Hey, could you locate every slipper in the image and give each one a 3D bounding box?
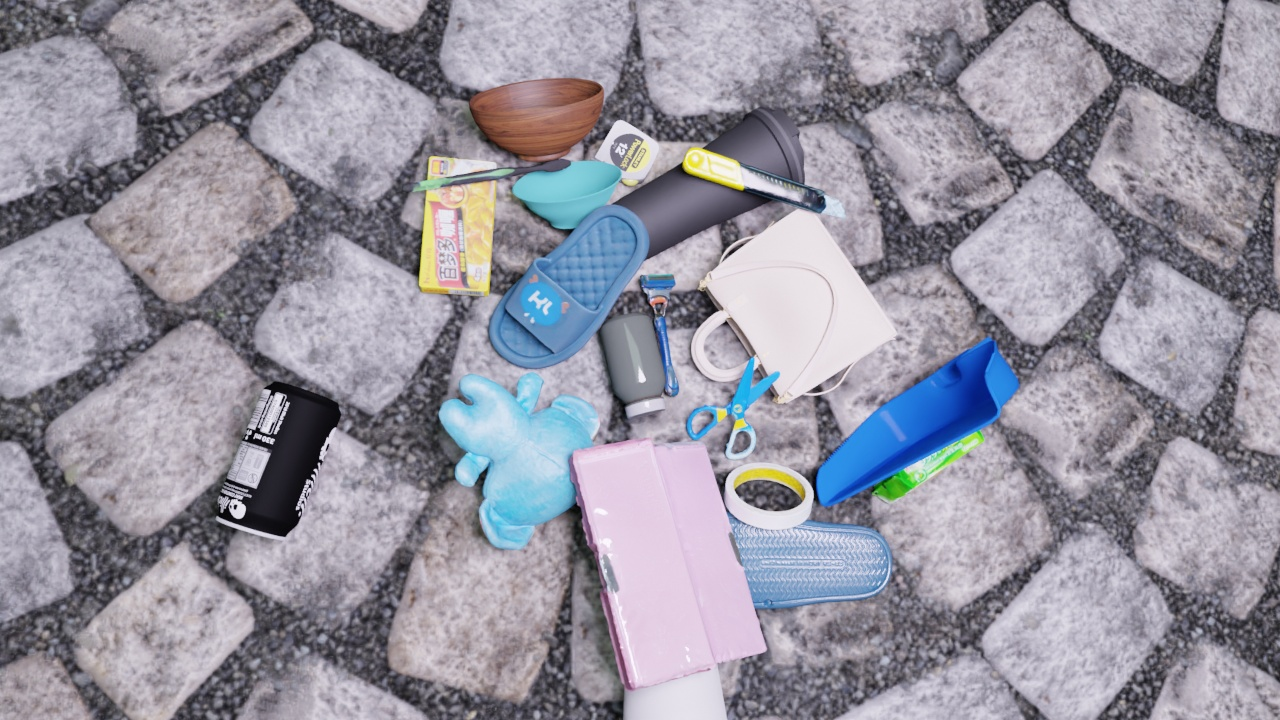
[{"bbox_3d":[0.160,0.216,0.988,0.214,0.059,0.103,3,85,6],"label":"slipper"},{"bbox_3d":[-0.076,-0.074,0.979,0.214,0.059,0.104,-44,85,13],"label":"slipper"}]

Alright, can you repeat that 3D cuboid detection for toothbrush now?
[{"bbox_3d":[-0.169,-0.205,1.015,0.188,0.017,0.014,-12,108,-12],"label":"toothbrush"}]

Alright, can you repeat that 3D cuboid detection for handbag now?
[{"bbox_3d":[0.149,-0.043,1.022,0.198,0.101,0.194,-33,86,0],"label":"handbag"}]

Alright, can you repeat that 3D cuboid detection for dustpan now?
[{"bbox_3d":[0.331,0.042,0.992,0.256,0.246,0.059,-25,78,-42],"label":"dustpan"}]

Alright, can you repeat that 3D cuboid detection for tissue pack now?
[{"bbox_3d":[0.314,0.114,1.008,0.114,0.100,0.034,-32,74,-13],"label":"tissue pack"}]

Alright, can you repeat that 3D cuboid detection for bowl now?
[{"bbox_3d":[-0.077,-0.178,1.019,0.121,0.121,0.046,-15,122,-10],"label":"bowl"},{"bbox_3d":[-0.111,-0.260,1.014,0.147,0.147,0.069,-11,120,-10],"label":"bowl"}]

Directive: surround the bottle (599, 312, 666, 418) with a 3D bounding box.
[{"bbox_3d":[-0.006,0.006,1.001,0.060,0.060,0.108,-12,81,-10],"label":"bottle"}]

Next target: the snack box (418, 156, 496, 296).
[{"bbox_3d":[-0.202,-0.148,1.019,0.075,0.025,0.152,4,79,-8],"label":"snack box"}]

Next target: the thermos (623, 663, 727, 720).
[{"bbox_3d":[0.034,0.349,0.919,0.131,0.132,0.221,-1,72,-8],"label":"thermos"}]

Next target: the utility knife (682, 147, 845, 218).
[{"bbox_3d":[0.134,-0.187,0.979,0.186,0.020,0.029,18,94,-4],"label":"utility knife"}]

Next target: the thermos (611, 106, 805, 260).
[{"bbox_3d":[0.074,-0.192,1.031,0.218,0.106,0.106,-30,85,-7],"label":"thermos"}]

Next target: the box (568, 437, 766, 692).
[{"bbox_3d":[0.034,0.188,0.904,0.180,0.051,0.232,-5,68,-32],"label":"box"}]

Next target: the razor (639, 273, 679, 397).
[{"bbox_3d":[0.025,-0.028,1.032,0.043,0.018,0.141,-4,83,-26],"label":"razor"}]

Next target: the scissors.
[{"bbox_3d":[0.115,0.057,0.998,0.097,0.020,0.133,42,114,-11],"label":"scissors"}]

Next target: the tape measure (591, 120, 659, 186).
[{"bbox_3d":[-0.016,-0.239,1.065,0.065,0.017,0.064,29,77,-2],"label":"tape measure"}]

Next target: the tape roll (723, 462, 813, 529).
[{"bbox_3d":[0.137,0.144,0.983,0.094,0.094,0.019,0,120,-8],"label":"tape roll"}]

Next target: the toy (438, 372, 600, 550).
[{"bbox_3d":[-0.133,0.091,0.945,0.180,0.115,0.183,41,67,-20],"label":"toy"}]

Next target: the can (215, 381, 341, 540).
[{"bbox_3d":[-0.364,0.100,0.924,0.080,0.080,0.146,19,78,-4],"label":"can"}]
